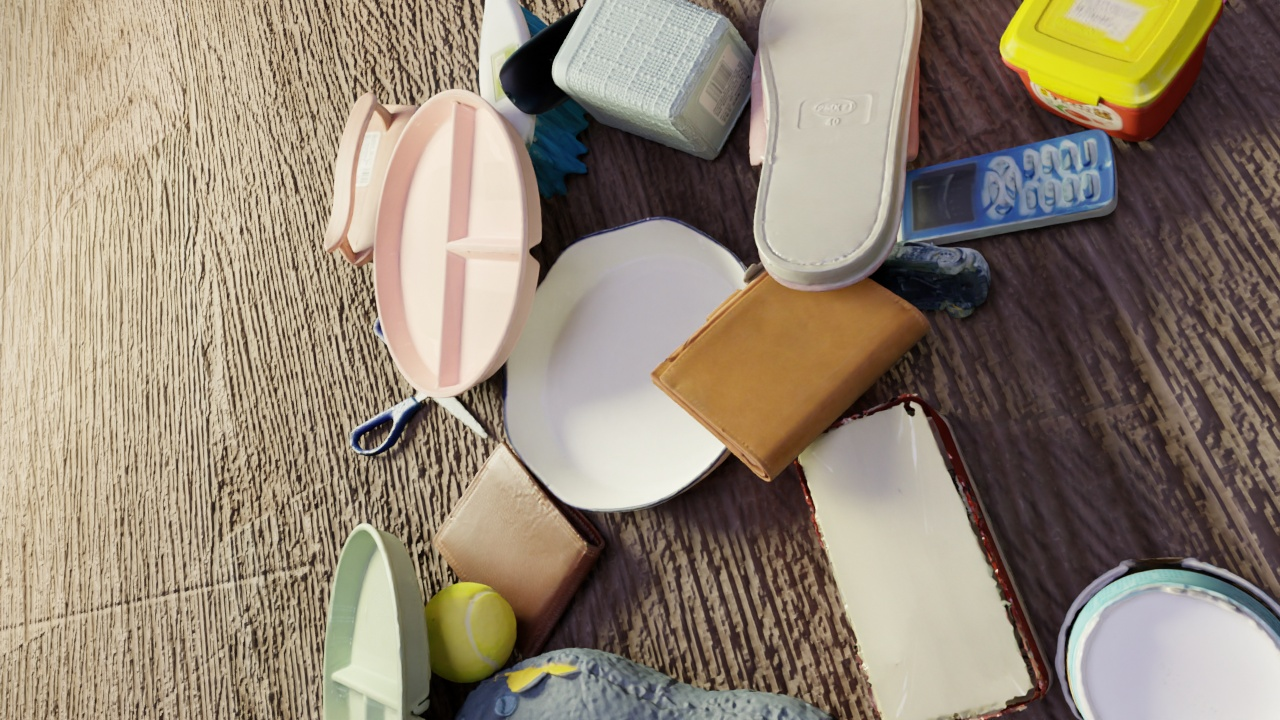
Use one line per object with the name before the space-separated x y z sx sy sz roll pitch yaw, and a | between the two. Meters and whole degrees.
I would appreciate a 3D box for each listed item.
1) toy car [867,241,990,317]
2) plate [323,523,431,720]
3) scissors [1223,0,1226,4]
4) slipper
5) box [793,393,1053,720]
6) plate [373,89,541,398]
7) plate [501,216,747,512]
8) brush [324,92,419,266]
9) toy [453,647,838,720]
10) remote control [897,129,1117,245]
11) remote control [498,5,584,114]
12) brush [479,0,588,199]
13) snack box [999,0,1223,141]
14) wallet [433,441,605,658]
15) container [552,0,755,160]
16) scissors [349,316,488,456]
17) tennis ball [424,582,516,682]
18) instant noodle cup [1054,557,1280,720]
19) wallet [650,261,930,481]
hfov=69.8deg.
toy car | 0.164 -0.052 0.552 0.091 0.043 0.034 6 46 37
plate | -0.185 0.228 0.633 0.231 0.027 0.230 -16 72 59
scissors | 0.290 -0.248 0.546 0.137 0.017 0.093 34 96 37
slipper | 0.124 -0.157 0.586 0.114 0.054 0.273 -4 60 21
box | 0.146 0.109 0.497 0.091 0.076 0.168 -26 64 22
plate | -0.142 -0.086 0.696 0.230 0.028 0.229 1 91 49
plate | -0.004 0.004 0.634 0.205 0.045 0.204 -10 71 30
brush | -0.232 -0.153 0.798 0.063 0.073 0.145 12 85 33
toy | -0.048 0.252 0.567 0.357 0.091 0.138 -32 75 22
remote control | 0.213 -0.099 0.544 0.125 0.024 0.049 -6 73 33
remote control | -0.050 -0.233 0.691 0.136 0.053 0.024 -46 12 -30
brush | -0.105 -0.289 0.737 0.061 0.109 0.314 -18 68 28
snack box | 0.259 -0.170 0.503 0.091 0.080 0.082 37 98 33
wallet | -0.088 0.133 0.659 0.124 0.032 0.101 42 103 33
container | 0.016 -0.206 0.656 0.111 0.090 0.090 31 93 29
scissors | -0.182 0.019 0.756 0.176 0.012 0.162 -37 61 16
tennis ball | -0.116 0.181 0.613 0.066 0.065 0.065 -9 72 29
instant noodle cup | 0.238 0.139 0.407 0.111 0.120 0.111 -9 72 29
wallet | 0.083 -0.006 0.537 0.131 0.031 0.108 -42 56 -12
